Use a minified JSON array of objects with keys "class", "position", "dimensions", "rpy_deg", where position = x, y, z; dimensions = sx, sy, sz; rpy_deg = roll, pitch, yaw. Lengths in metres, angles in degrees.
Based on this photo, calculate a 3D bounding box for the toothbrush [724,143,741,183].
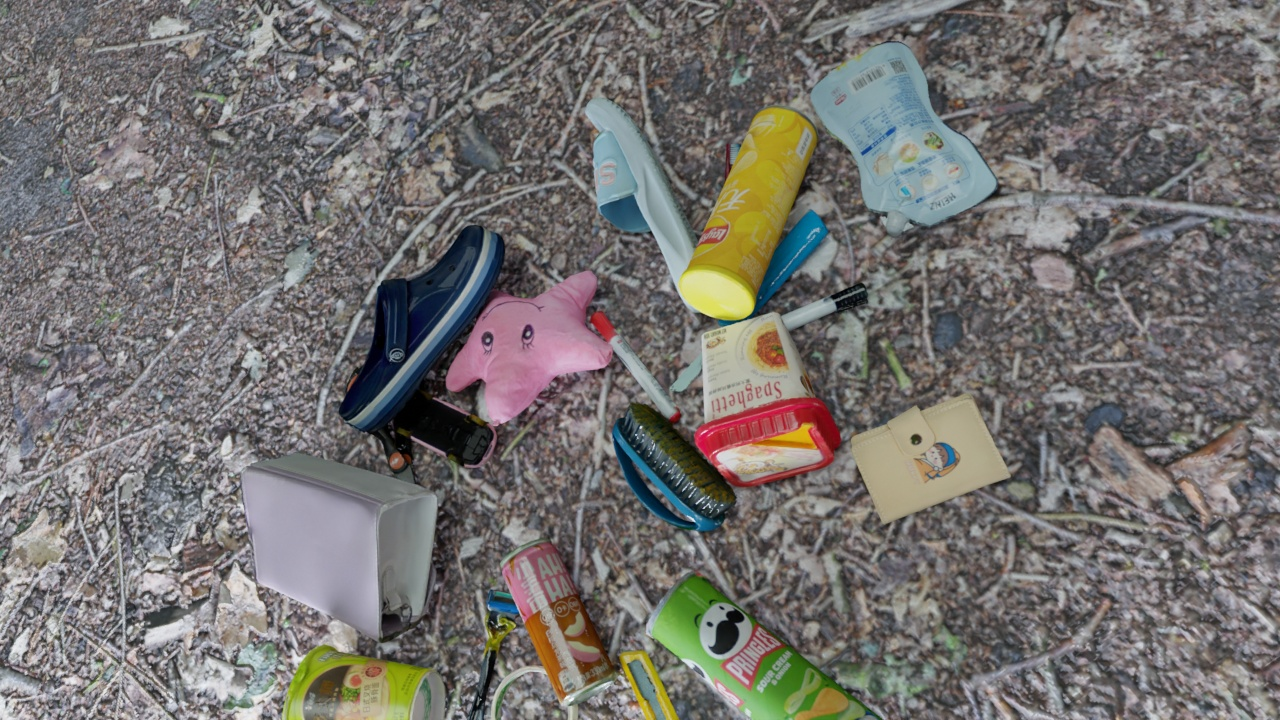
[{"class":"toothbrush","position":[0.090,-0.137,0.925],"dimensions":[0.017,0.016,0.187],"rpy_deg":[1,72,11]}]

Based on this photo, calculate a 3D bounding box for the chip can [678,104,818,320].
[{"class":"chip can","position":[0.105,-0.142,0.858],"dimensions":[0.072,0.072,0.212],"rpy_deg":[12,61,23]}]

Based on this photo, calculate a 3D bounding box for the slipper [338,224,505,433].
[{"class":"slipper","position":[-0.242,-0.044,0.959],"dimensions":[0.253,0.095,0.105],"rpy_deg":[-55,28,0]}]

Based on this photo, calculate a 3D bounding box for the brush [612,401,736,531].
[{"class":"brush","position":[0.024,0.107,0.866],"dimensions":[0.144,0.055,0.074],"rpy_deg":[44,115,25]}]

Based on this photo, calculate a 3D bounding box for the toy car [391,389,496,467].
[{"class":"toy car","position":[-0.206,0.072,0.967],"dimensions":[0.122,0.037,0.056],"rpy_deg":[23,78,22]}]

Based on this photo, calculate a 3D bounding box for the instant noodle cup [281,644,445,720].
[{"class":"instant noodle cup","position":[-0.258,0.334,0.883],"dimensions":[0.123,0.112,0.111],"rpy_deg":[-1,74,12]}]

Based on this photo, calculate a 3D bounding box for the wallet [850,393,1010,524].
[{"class":"wallet","position":[0.249,0.082,0.803],"dimensions":[0.115,0.024,0.087],"rpy_deg":[-25,67,14]}]

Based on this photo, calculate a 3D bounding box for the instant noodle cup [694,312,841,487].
[{"class":"instant noodle cup","position":[0.108,0.034,0.827],"dimensions":[0.116,0.116,0.124],"rpy_deg":[-18,58,15]}]

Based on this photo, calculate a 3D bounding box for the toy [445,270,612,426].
[{"class":"toy","position":[-0.113,-0.011,0.931],"dimensions":[0.195,0.074,0.178],"rpy_deg":[-4,58,27]}]

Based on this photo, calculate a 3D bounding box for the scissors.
[{"class":"scissors","position":[-0.252,0.089,0.990],"dimensions":[0.152,0.021,0.234],"rpy_deg":[-45,65,4]}]

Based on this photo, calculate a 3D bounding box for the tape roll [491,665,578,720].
[{"class":"tape roll","position":[-0.101,0.333,0.868],"dimensions":[0.086,0.014,0.085],"rpy_deg":[-6,74,19]}]

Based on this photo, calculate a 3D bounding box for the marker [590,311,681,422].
[{"class":"marker","position":[-0.005,0.005,0.924],"dimensions":[0.017,0.017,0.145],"rpy_deg":[-41,66,6]}]

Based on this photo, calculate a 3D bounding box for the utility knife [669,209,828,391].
[{"class":"utility knife","position":[0.104,-0.054,0.899],"dimensions":[0.225,0.018,0.034],"rpy_deg":[-49,45,3]}]

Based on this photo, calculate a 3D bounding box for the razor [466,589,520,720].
[{"class":"razor","position":[-0.146,0.295,0.893],"dimensions":[0.042,0.022,0.142],"rpy_deg":[16,83,-21]}]

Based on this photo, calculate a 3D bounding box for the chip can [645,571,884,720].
[{"class":"chip can","position":[0.116,0.275,0.772],"dimensions":[0.236,0.072,0.072],"rpy_deg":[34,89,25]}]

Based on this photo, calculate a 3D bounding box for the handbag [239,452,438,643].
[{"class":"handbag","position":[-0.306,0.184,0.934],"dimensions":[0.197,0.098,0.145],"rpy_deg":[10,98,29]}]

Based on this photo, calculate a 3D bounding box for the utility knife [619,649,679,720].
[{"class":"utility knife","position":[0.020,0.329,0.823],"dimensions":[0.033,0.015,0.156],"rpy_deg":[-32,66,7]}]

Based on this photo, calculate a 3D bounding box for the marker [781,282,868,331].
[{"class":"marker","position":[0.155,-0.040,0.876],"dimensions":[0.131,0.018,0.022],"rpy_deg":[-24,77,13]}]

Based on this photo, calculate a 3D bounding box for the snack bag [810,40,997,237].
[{"class":"snack bag","position":[0.247,-0.211,0.879],"dimensions":[0.110,0.039,0.191],"rpy_deg":[-25,70,7]}]

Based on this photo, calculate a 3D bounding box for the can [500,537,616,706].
[{"class":"can","position":[-0.078,0.244,0.861],"dimensions":[0.058,0.058,0.147],"rpy_deg":[-34,66,9]}]

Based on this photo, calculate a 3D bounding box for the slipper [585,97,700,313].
[{"class":"slipper","position":[0.001,-0.150,0.921],"dimensions":[0.074,0.104,0.245],"rpy_deg":[-28,74,10]}]
